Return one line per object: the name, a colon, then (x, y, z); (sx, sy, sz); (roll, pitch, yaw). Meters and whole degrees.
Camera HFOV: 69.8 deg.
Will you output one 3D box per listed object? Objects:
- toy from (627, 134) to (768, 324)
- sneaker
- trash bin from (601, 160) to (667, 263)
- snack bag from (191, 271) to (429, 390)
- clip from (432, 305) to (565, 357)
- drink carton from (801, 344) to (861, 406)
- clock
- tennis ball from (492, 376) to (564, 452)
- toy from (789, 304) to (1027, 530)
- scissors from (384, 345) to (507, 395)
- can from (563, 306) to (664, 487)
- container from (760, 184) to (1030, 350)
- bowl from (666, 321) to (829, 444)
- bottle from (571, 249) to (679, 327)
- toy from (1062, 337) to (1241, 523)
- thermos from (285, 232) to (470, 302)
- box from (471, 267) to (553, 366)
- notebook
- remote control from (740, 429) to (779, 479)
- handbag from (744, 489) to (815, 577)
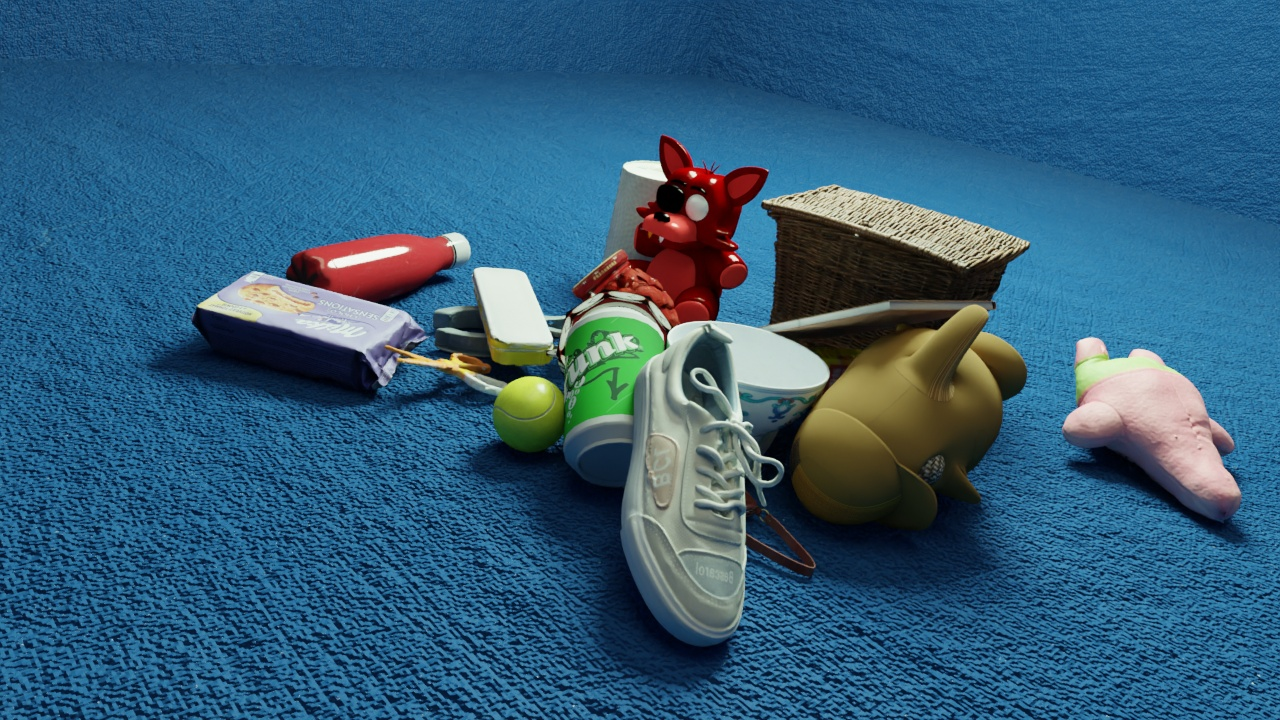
toy: (0.053, -0.143, 1.056); (0.158, 0.197, 0.120); (29, 23, 35)
sneaker: (0.043, 0.074, 0.647); (0.089, 0.091, 0.241); (20, 45, -24)
trash bin: (0.019, -0.164, 1.179); (0.133, 0.161, 0.133); (7, 24, -3)
snack bag: (-0.321, -0.026, 0.894); (0.205, 0.058, 0.096); (16, 29, 9)
clip: (-0.137, -0.021, 0.980); (0.167, 0.028, 0.127); (2, 26, -12)
drink carton: (0.168, 0.015, 0.955); (0.134, 0.059, 0.043); (5, 20, -9)
clock: (-0.005, 0.005, 0.884); (0.155, 0.065, 0.114); (31, 72, 14)
tennis ball: (-0.095, 0.047, 0.793); (0.065, 0.065, 0.065); (7, 24, -3)
toy: (0.218, 0.063, 0.772); (0.202, 0.199, 0.162); (-31, 57, -27)
scissors: (-0.179, 0.011, 0.869); (0.097, 0.012, 0.133); (32, 13, 33)
can: (-0.021, 0.029, 0.775); (0.087, 0.088, 0.139); (4, 51, -9)
container: (0.267, -0.074, 1.028); (0.250, 0.183, 0.161); (26, 30, 36)
bowl: (0.087, 0.027, 0.813); (0.144, 0.074, 0.143); (10, 22, -4)
bottle: (-0.018, -0.048, 0.967); (0.111, 0.099, 0.098); (50, 28, -4)
toy: (0.519, 0.069, 0.919); (0.192, 0.097, 0.236); (6, 38, -11)
thermos: (-0.293, -0.111, 1.072); (0.073, 0.073, 0.239); (22, 27, 28)
box: (-0.139, -0.050, 0.975); (0.064, 0.033, 0.209); (0, 27, -17)
notebook: (0.204, -0.036, 0.873); (0.141, 0.008, 0.210); (-2, -5, -34)
remote control: (0.091, 0.073, 0.843); (0.049, 0.024, 0.143); (18, 28, 19)
handbag: (0.089, 0.130, 0.720); (0.055, 0.029, 0.120); (-13, 36, -42)
